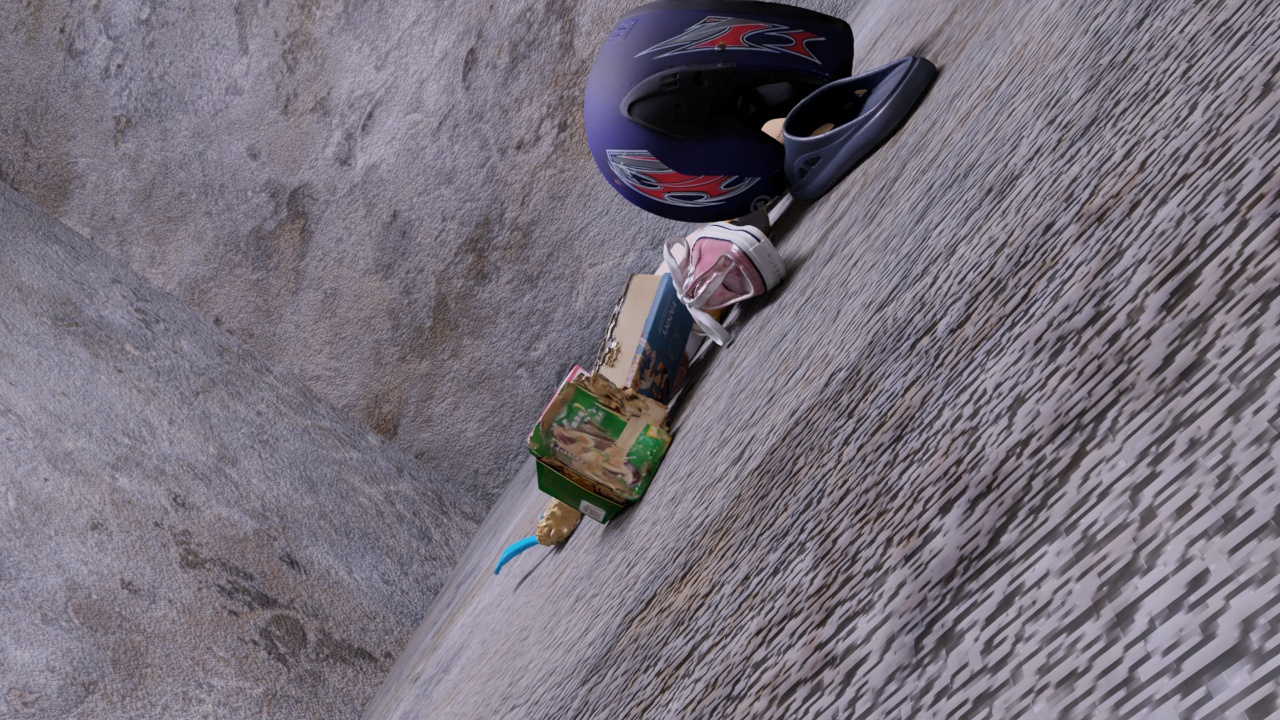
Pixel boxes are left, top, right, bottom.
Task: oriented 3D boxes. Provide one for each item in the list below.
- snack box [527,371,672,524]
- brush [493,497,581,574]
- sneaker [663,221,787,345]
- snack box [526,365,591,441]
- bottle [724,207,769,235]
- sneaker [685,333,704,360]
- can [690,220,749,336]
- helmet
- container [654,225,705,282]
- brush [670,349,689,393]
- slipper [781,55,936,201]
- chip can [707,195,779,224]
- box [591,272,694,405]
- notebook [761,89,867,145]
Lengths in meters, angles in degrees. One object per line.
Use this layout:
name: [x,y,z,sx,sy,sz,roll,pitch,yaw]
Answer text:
snack box: [-0.043,0.095,0.902,0.117,0.118,0.106,-58,-7,-38]
brush: [-0.139,0.229,1.191,0.255,0.046,0.083,-42,18,47]
sneaker: [0.076,-0.087,0.957,0.088,0.118,0.241,-34,9,-4]
snack box: [-0.059,0.085,1.024,0.044,0.113,0.126,-49,7,44]
bottle: [0.129,-0.172,1.241,0.063,0.063,0.109,-57,5,-25]
sneaker: [-0.007,0.007,1.209,0.089,0.091,0.243,-57,4,-34]
can: [0.096,-0.101,1.117,0.145,0.058,0.058,-57,5,-26]
helmet: [0.089,-0.287,1.107,0.247,0.316,0.240,-15,-70,-76]
container: [0.080,-0.117,1.230,0.089,0.090,0.111,-56,8,-15]
brush: [0.009,0.031,1.094,0.146,0.063,0.073,-49,36,37]
slipper: [0.202,-0.249,0.937,0.110,0.083,0.268,-54,6,-11]
chip can: [0.170,-0.256,1.377,0.072,0.072,0.236,-57,5,-20]
box: [0.004,-0.014,1.002,0.090,0.059,0.184,47,-122,-54]
notebook: [0.206,-0.302,1.202,0.147,0.008,0.208,-57,29,-11]
